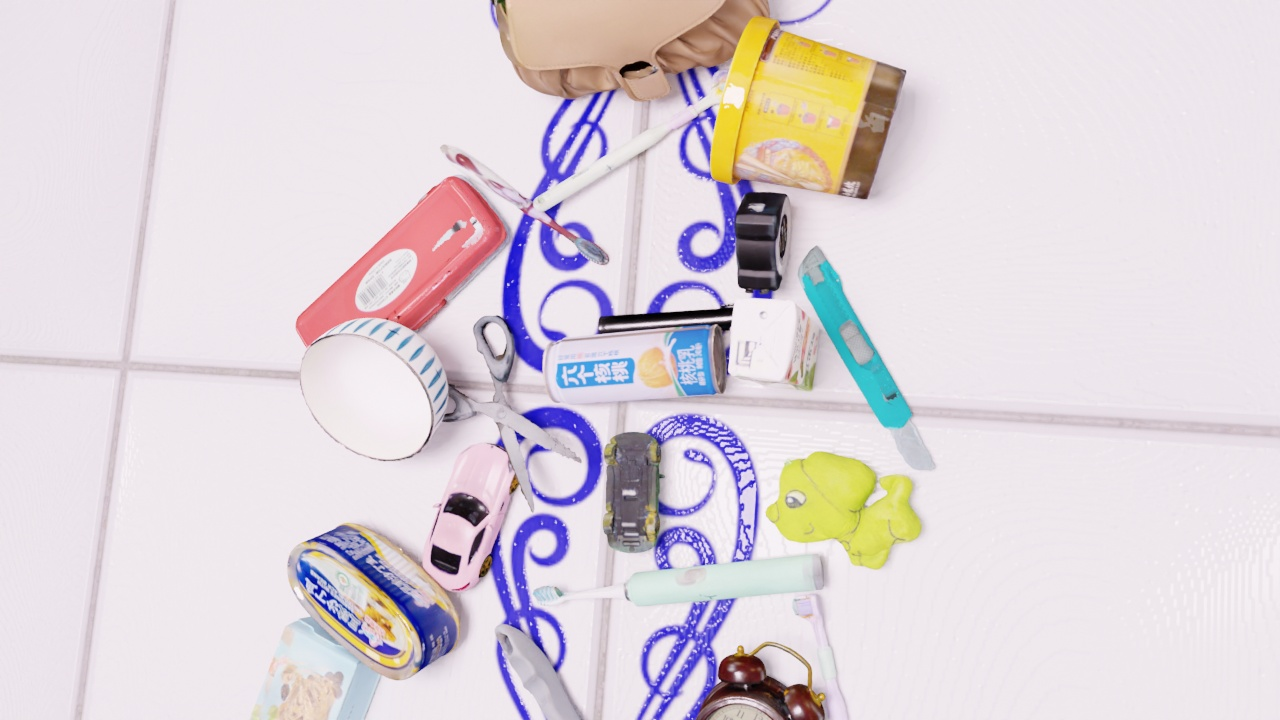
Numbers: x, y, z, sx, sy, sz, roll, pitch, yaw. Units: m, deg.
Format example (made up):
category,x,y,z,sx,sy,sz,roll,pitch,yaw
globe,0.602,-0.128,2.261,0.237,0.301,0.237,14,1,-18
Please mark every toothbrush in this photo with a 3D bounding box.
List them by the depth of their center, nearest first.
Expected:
category,x,y,z,sx,sy,sz,roll,pitch,yaw
toothbrush,0.139,0.261,0.648,0.021,0.029,0.189,-8,80,-23
toothbrush,0.025,0.169,0.689,0.225,0.027,0.026,-9,44,15
toothbrush,-0.006,-0.173,0.738,0.189,0.020,0.029,-31,71,6
toothbrush,-0.101,-0.133,0.768,0.187,0.017,0.016,36,94,17

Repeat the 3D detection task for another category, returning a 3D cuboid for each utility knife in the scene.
category,x,y,z,sx,sy,sz,roll,pitch,yaw
utility knife,0.164,-0.002,0.675,0.029,0.013,0.186,-30,76,11

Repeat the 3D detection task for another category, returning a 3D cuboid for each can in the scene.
category,x,y,z,sx,sy,sz,roll,pitch,yaw
can,-0.004,0.004,0.703,0.135,0.053,0.053,-5,82,16
can,-0.214,0.190,0.733,0.148,0.049,0.075,32,114,20

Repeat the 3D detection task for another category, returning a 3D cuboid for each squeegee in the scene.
category,x,y,z,sx,sy,sz,roll,pitch,yaw
squeegee,-0.038,0.302,0.684,0.248,0.040,0.249,-47,65,27

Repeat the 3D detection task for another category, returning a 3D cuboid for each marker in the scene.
category,x,y,z,sx,sy,sz,roll,pitch,yaw
marker,0.031,-0.031,0.715,0.132,0.020,0.022,-4,97,16

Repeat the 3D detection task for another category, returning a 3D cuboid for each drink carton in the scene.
category,x,y,z,sx,sy,sz,roll,pitch,yaw
drink carton,0.094,-0.009,0.641,0.045,0.122,0.053,6,87,19

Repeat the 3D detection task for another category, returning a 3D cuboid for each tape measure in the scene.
category,x,y,z,sx,sy,sz,roll,pitch,yaw
tape measure,0.091,-0.092,0.680,0.034,0.065,0.066,6,126,17

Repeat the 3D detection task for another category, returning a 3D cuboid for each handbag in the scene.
category,x,y,z,sx,sy,sz,roll,pitch,yaw
handbag,-0.009,-0.259,0.688,0.205,0.147,0.099,-10,79,19

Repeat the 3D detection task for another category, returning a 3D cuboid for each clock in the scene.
category,x,y,z,sx,sy,sz,roll,pitch,yaw
clock,0.081,0.256,0.646,0.082,0.055,0.122,27,94,18

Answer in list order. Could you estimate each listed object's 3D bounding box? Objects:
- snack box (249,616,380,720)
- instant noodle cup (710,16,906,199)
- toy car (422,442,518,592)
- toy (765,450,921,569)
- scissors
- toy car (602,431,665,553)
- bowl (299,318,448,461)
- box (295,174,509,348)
category,x,y,z,sx,sy,sz,roll,pitch,yaw
snack box,-0.277,0.305,0.749,0.074,0.051,0.175,21,89,17
instant noodle cup,0.122,-0.175,0.660,0.114,0.118,0.118,16,88,10
toy car,-0.138,0.125,0.738,0.056,0.037,0.122,19,88,16
toy,0.145,0.104,0.659,0.097,0.031,0.100,-42,79,8
scissors,-0.115,0.039,0.733,0.160,0.014,0.177,-9,68,26
toy car,-0.005,0.100,0.701,0.043,0.036,0.091,-1,84,17
bowl,-0.203,0.015,0.731,0.116,0.066,0.117,9,122,14
box,-0.204,-0.070,0.784,0.201,0.047,0.086,-41,74,8
